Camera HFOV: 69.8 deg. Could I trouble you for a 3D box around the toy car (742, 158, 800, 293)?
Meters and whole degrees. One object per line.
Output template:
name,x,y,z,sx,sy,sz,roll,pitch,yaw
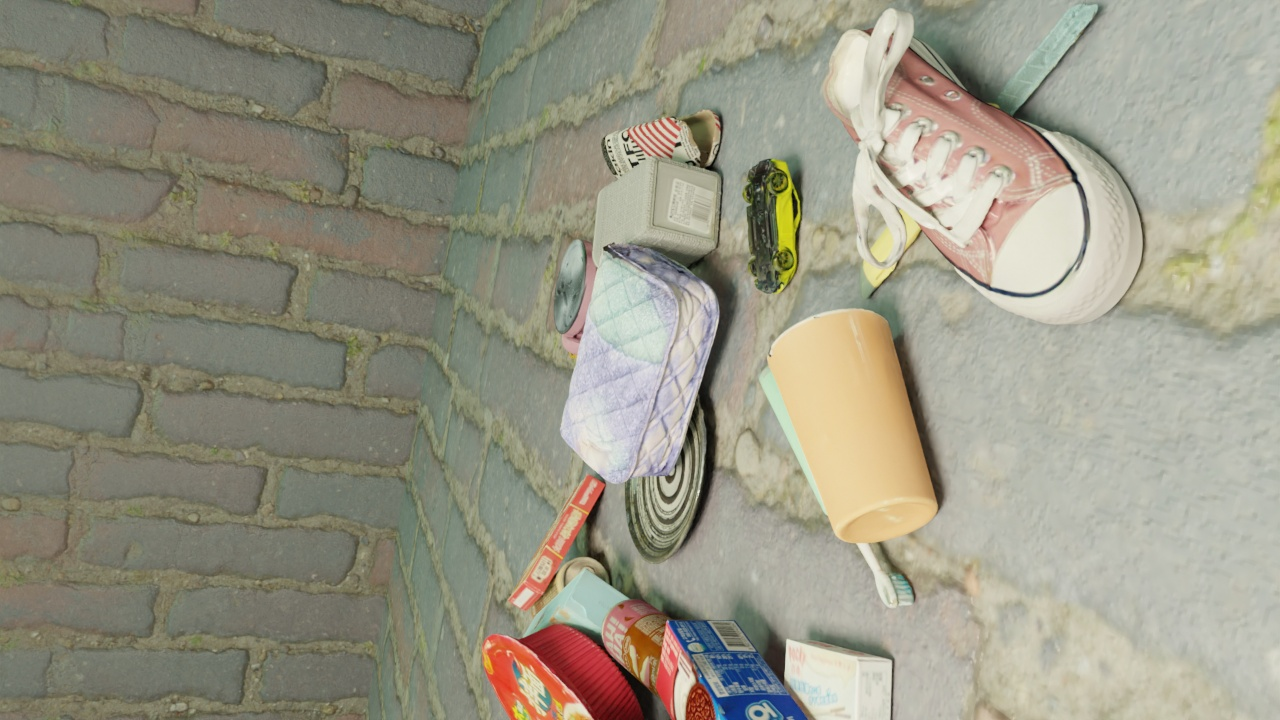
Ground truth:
toy car,0.106,-0.105,0.721,0.048,0.032,0.105,179,88,-69

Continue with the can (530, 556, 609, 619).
can,-0.079,0.263,1.019,0.117,0.058,0.058,127,146,-52

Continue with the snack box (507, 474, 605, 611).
snack box,-0.094,0.204,1.033,0.152,0.025,0.075,-59,3,-36

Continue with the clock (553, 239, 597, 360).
clock,-0.068,-0.072,1.133,0.117,0.059,0.159,-105,33,-46

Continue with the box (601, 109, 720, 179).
box,0.029,-0.217,0.944,0.164,0.083,0.075,2,120,58

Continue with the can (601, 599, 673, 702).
can,0.015,0.245,0.775,0.147,0.058,0.058,178,101,-70

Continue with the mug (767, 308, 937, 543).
mug,0.127,0.041,0.544,0.078,0.078,0.122,124,144,-49

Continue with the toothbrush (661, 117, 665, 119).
toothbrush,0.003,-0.160,1.026,0.026,0.026,0.221,-57,-18,-76

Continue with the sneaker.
sneaker,0.152,-0.107,0.484,0.240,0.087,0.119,64,143,40

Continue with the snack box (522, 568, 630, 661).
snack box,-0.065,0.276,0.932,0.051,0.074,0.175,-58,3,-38

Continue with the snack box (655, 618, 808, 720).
snack box,0.067,0.233,0.563,0.207,0.057,0.058,-140,57,-68

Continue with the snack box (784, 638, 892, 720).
snack box,0.114,0.253,0.551,0.085,0.027,0.156,159,119,-68

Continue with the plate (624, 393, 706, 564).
plate,0.028,0.100,0.855,0.179,0.024,0.179,-170,90,-69

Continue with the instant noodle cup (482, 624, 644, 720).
instant noodle cup,-0.062,0.318,0.852,0.194,0.065,0.194,31,138,34

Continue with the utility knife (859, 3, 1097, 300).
utility knife,0.183,-0.114,0.534,0.221,0.022,0.031,114,151,-50

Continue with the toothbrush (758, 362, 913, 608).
toothbrush,0.122,0.073,0.605,0.224,0.027,0.026,-108,20,-52

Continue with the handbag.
handbag,-0.005,0.005,0.821,0.134,0.075,0.194,37,118,44

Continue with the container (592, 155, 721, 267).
container,0.018,-0.137,0.890,0.114,0.090,0.090,159,118,-64
